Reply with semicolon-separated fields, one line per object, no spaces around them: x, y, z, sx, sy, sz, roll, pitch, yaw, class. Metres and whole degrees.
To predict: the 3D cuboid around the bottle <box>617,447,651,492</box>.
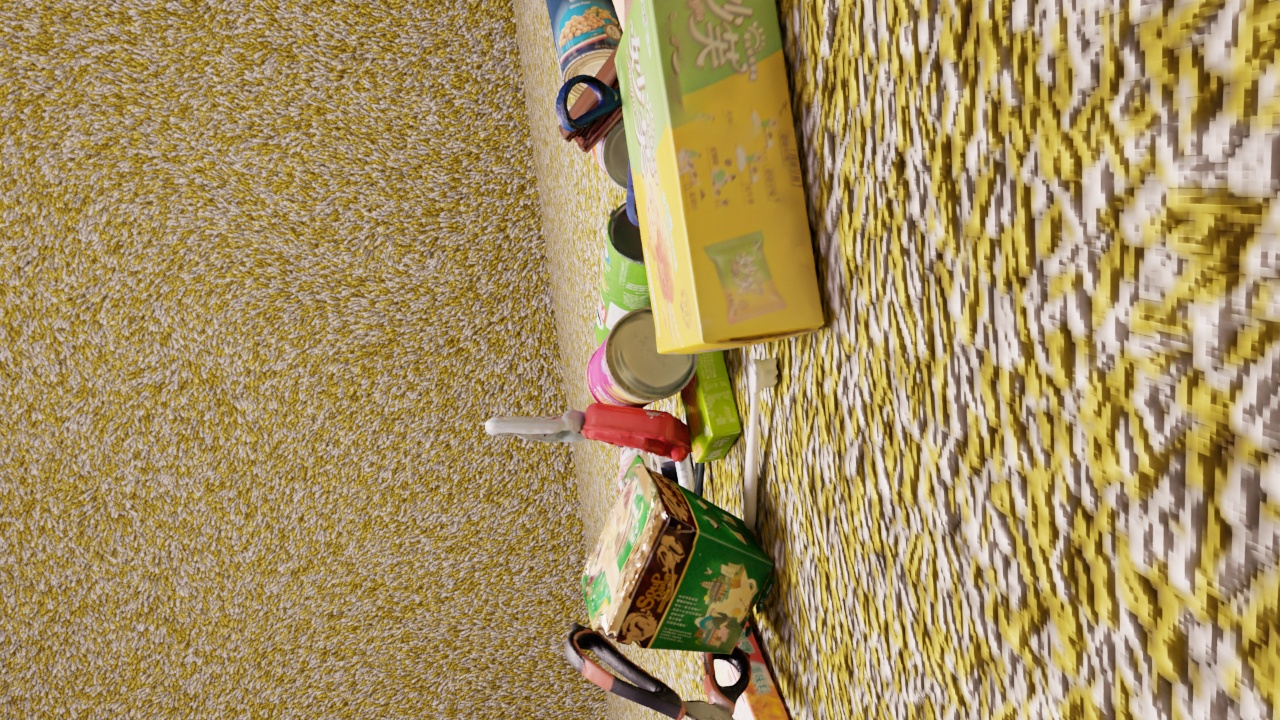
0.007;0.162;1.073;0.196;0.068;0.068;-104;9;-61;bottle

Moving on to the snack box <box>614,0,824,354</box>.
0.039;-0.111;0.550;0.158;0.070;0.210;170;91;-82;snack box

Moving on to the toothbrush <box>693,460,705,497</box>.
0.049;0.141;0.844;0.015;0.018;0.181;-134;46;-68;toothbrush

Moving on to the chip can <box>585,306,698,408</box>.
-0.005;0.004;0.766;0.211;0.071;0.071;139;122;-81;chip can

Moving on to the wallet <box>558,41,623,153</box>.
-0.022;-0.231;0.760;0.125;0.032;0.101;-50;21;12;wallet

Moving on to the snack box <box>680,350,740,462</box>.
0.047;-0.001;0.756;0.086;0.026;0.156;102;157;-70;snack box

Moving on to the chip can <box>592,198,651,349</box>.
-0.005;-0.070;0.885;0.236;0.072;0.072;105;155;-68;chip can

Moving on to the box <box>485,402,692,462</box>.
-0.036;0.062;0.808;0.201;0.158;0.039;42;-124;-79;box

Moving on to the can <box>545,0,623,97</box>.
-0.051;-0.328;0.920;0.075;0.075;0.111;103;157;-68;can

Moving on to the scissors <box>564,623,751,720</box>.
0.037;0.233;0.624;0.225;0.189;0.015;-86;11;-79;scissors

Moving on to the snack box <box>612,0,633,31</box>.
-0.010;-0.367;0.771;0.157;0.026;0.084;92;167;-50;snack box

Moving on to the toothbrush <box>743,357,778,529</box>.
0.081;0.063;0.638;0.180;0.016;0.016;87;173;-45;toothbrush

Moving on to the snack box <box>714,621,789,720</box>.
0.084;0.263;0.738;0.155;0.027;0.077;-113;16;-48;snack box

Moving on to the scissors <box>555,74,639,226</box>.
-0.006;-0.174;0.643;0.162;0.012;0.174;-10;-88;-54;scissors

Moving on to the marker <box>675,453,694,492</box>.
0.051;0.148;0.912;0.017;0.017;0.145;120;141;-77;marker

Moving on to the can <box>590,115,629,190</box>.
-0.008;-0.188;0.802;0.093;0.066;0.066;-117;20;-65;can

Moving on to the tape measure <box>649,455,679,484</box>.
0.031;0.115;0.959;0.066;0.033;0.066;-133;35;-73;tape measure

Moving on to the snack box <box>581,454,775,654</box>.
0.029;0.155;0.692;0.118;0.105;0.117;-66;16;10;snack box
